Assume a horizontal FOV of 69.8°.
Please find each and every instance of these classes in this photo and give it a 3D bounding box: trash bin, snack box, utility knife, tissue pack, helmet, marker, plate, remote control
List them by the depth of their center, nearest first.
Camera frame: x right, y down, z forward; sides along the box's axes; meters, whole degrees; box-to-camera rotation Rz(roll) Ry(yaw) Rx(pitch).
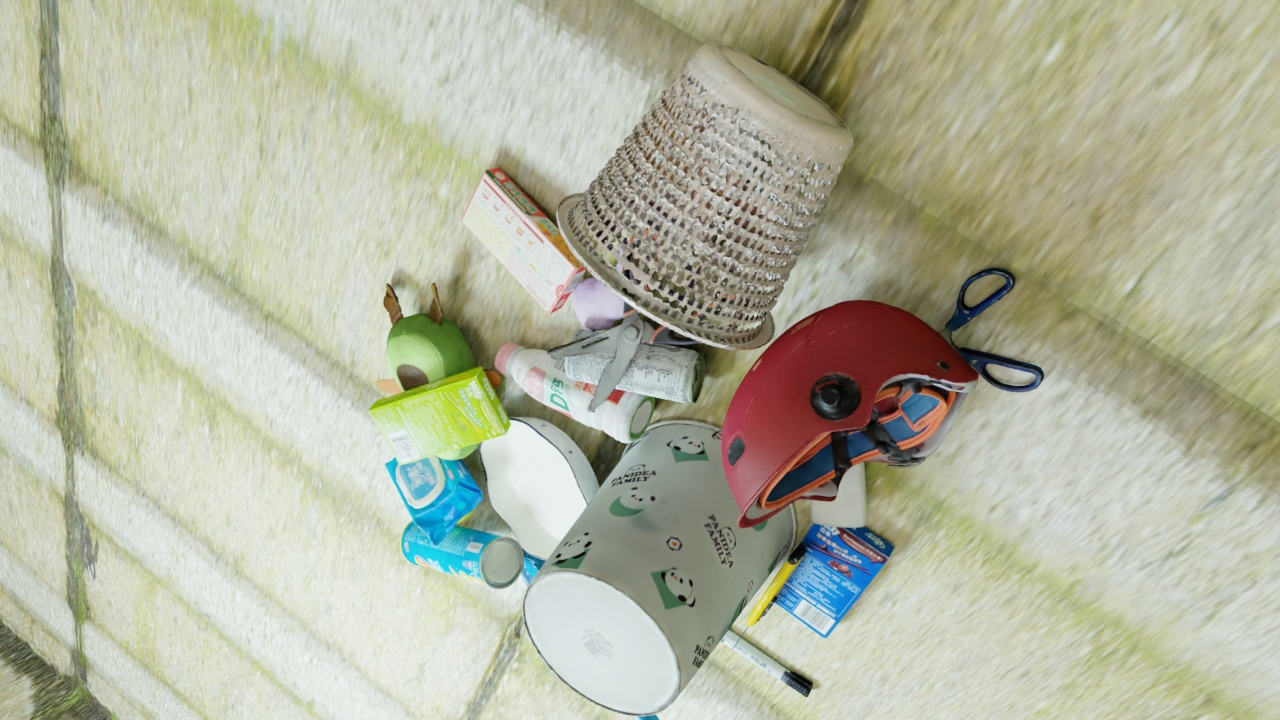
[{"bbox_3d":[0.069,-0.151,0.791,0.227,0.226,0.193,37,117,9],"label":"trash bin"},{"bbox_3d":[0.163,0.037,0.821,0.144,0.240,0.207,62,174,25],"label":"helmet"},{"bbox_3d":[0.201,0.101,0.946,0.058,0.021,0.150,1,107,25],"label":"remote control"},{"bbox_3d":[0.018,0.224,0.993,0.230,0.251,0.230,15,124,24],"label":"trash bin"},{"bbox_3d":[-0.130,-0.133,1.017,0.156,0.026,0.077,47,131,11],"label":"snack box"},{"bbox_3d":[0.209,0.238,1.029,0.084,0.026,0.157,34,129,14],"label":"snack box"},{"bbox_3d":[0.145,0.280,1.058,0.015,0.033,0.220,39,134,20],"label":"utility knife"},{"bbox_3d":[-0.243,0.069,1.113,0.157,0.026,0.086,-17,112,19],"label":"snack box"},{"bbox_3d":[0.157,0.377,1.149,0.131,0.018,0.023,32,104,13],"label":"marker"},{"bbox_3d":[-0.122,0.160,1.156,0.205,0.045,0.205,24,126,38],"label":"plate"},{"bbox_3d":[-0.277,0.161,1.224,0.095,0.052,0.157,-43,57,6],"label":"tissue pack"}]

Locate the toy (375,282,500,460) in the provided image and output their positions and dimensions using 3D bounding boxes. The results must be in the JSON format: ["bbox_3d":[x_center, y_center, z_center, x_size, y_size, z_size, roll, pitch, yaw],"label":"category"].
[{"bbox_3d":[-0.259,0.019,1.159,0.227,0.089,0.247,-2,112,41],"label":"toy"}]

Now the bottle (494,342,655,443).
[{"bbox_3d":[-0.081,0.031,1.069,0.197,0.068,0.068,22,126,23],"label":"bottle"}]

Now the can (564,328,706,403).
[{"bbox_3d":[-0.006,0.006,0.998,0.147,0.058,0.058,11,122,16],"label":"can"}]

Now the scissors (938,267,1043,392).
[{"bbox_3d":[0.289,-0.019,0.842,0.162,0.012,0.176,35,131,12],"label":"scissors"}]

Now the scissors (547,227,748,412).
[{"bbox_3d":[0.007,-0.040,0.953,0.189,0.015,0.226,18,99,10],"label":"scissors"}]

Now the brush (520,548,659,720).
[{"bbox_3d":[-0.059,0.373,1.238,0.314,0.060,0.110,44,137,16],"label":"brush"}]

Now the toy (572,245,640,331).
[{"bbox_3d":[-0.036,-0.071,0.999,0.108,0.038,0.084,-23,91,45],"label":"toy"}]

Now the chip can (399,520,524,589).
[{"bbox_3d":[-0.251,0.265,1.277,0.211,0.071,0.071,0,117,46],"label":"chip can"}]

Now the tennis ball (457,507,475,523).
[{"bbox_3d":[-0.260,0.194,1.273,0.065,0.065,0.066,15,123,24],"label":"tennis ball"}]
